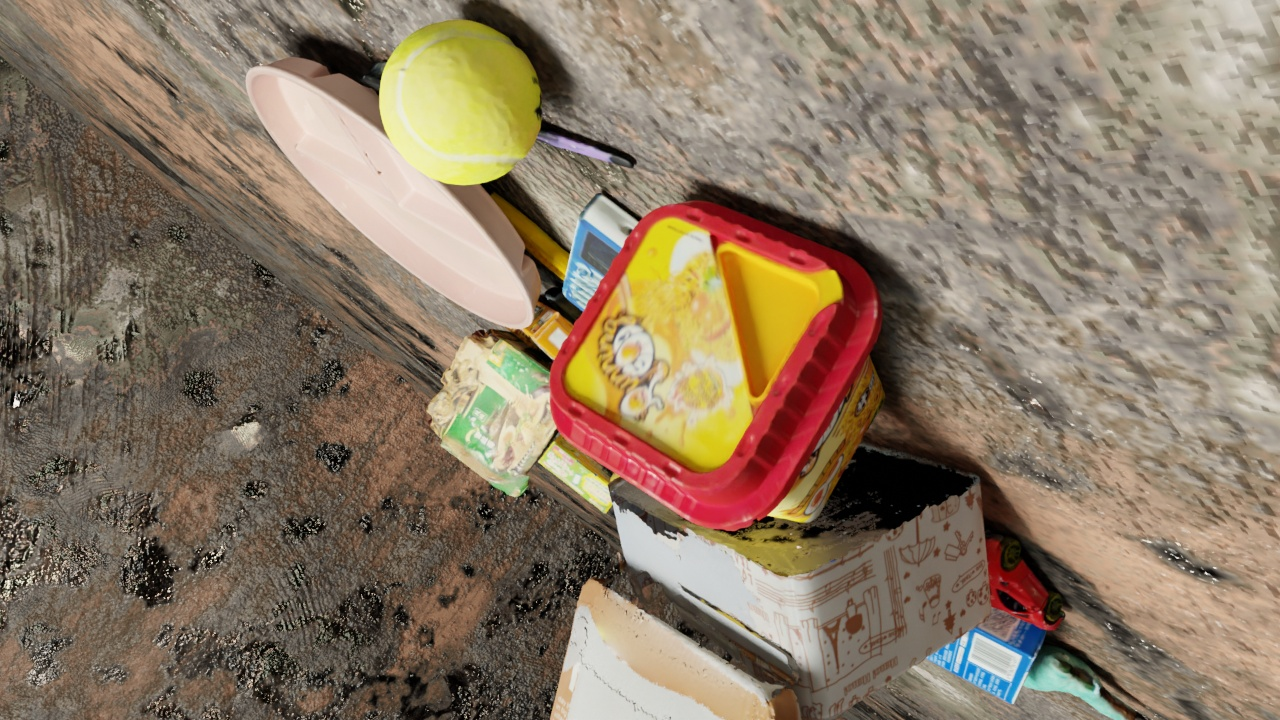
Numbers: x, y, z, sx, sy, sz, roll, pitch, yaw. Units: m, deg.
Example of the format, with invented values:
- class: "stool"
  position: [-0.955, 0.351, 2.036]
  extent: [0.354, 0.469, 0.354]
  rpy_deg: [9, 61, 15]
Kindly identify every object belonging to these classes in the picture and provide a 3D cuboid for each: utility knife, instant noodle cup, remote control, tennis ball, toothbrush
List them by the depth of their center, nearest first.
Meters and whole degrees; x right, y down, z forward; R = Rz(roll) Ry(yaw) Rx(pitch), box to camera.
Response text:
- class: "tennis ball"
  position: [-0.073, -0.104, 0.373]
  extent: [0.065, 0.065, 0.065]
  rpy_deg: [35, 167, 9]
- class: "instant noodle cup"
  position: [0.043, 0.011, 0.395]
  extent: [0.116, 0.116, 0.123]
  rpy_deg: [29, 176, 33]
- class: "toothbrush"
  position: [-0.074, -0.121, 0.446]
  extent: [0.189, 0.016, 0.014]
  rpy_deg: [25, 174, 32]
- class: "remote control"
  position: [-0.015, -0.048, 0.504]
  extent: [0.049, 0.024, 0.125]
  rpy_deg: [37, 164, 1]
- class: "utility knife"
  position: [-0.023, -0.038, 0.581]
  extent: [0.223, 0.015, 0.033]
  rpy_deg: [39, 169, -10]

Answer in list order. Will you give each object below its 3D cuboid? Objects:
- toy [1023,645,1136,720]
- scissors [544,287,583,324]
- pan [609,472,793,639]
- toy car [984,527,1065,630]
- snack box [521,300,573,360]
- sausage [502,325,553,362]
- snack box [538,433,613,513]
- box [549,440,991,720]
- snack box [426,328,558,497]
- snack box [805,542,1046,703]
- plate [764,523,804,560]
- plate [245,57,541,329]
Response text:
- class: "toy"
  position: [0.282, 0.214, 0.625]
  extent: [0.096, 0.030, 0.092]
  rpy_deg: [33, 169, 6]
- class: "scissors"
  position: [-0.015, -0.007, 0.613]
  extent: [0.164, 0.014, 0.164]
  rpy_deg: [42, 176, 12]
- class: "pan"
  position: [0.016, 0.116, 0.839]
  extent: [0.358, 0.078, 0.198]
  rpy_deg: [27, 152, 45]
- class: "toy car"
  position: [0.203, 0.125, 0.523]
  extent: [0.106, 0.031, 0.049]
  rpy_deg: [43, 167, -31]
- class: "snack box"
  position: [-0.054, -0.008, 0.675]
  extent: [0.075, 0.026, 0.154]
  rpy_deg: [44, 176, -15]
- class: "sausage"
  position: [-0.118, -0.042, 0.800]
  extent: [0.165, 0.021, 0.021]
  rpy_deg: [36, 167, 2]
- class: "snack box"
  position: [-0.050, 0.105, 0.981]
  extent: [0.087, 0.034, 0.140]
  rpy_deg: [38, -168, 0]
- class: "box"
  position: [0.045, 0.142, 0.479]
  extent: [0.136, 0.269, 0.180]
  rpy_deg: [47, 163, -27]
- class: "snack box"
  position: [-0.109, 0.035, 0.836]
  extent: [0.117, 0.118, 0.105]
  rpy_deg: [36, -162, 9]
- class: "snack box"
  position: [0.183, 0.166, 0.616]
  extent: [0.157, 0.026, 0.085]
  rpy_deg: [24, 150, 28]
- class: "plate"
  position: [0.148, 0.156, 0.749]
  extent: [0.192, 0.039, 0.192]
  rpy_deg: [35, 167, 9]
- class: "plate"
  position: [-0.153, -0.105, 0.594]
  extent: [0.229, 0.028, 0.230]
  rpy_deg: [34, 163, 12]
